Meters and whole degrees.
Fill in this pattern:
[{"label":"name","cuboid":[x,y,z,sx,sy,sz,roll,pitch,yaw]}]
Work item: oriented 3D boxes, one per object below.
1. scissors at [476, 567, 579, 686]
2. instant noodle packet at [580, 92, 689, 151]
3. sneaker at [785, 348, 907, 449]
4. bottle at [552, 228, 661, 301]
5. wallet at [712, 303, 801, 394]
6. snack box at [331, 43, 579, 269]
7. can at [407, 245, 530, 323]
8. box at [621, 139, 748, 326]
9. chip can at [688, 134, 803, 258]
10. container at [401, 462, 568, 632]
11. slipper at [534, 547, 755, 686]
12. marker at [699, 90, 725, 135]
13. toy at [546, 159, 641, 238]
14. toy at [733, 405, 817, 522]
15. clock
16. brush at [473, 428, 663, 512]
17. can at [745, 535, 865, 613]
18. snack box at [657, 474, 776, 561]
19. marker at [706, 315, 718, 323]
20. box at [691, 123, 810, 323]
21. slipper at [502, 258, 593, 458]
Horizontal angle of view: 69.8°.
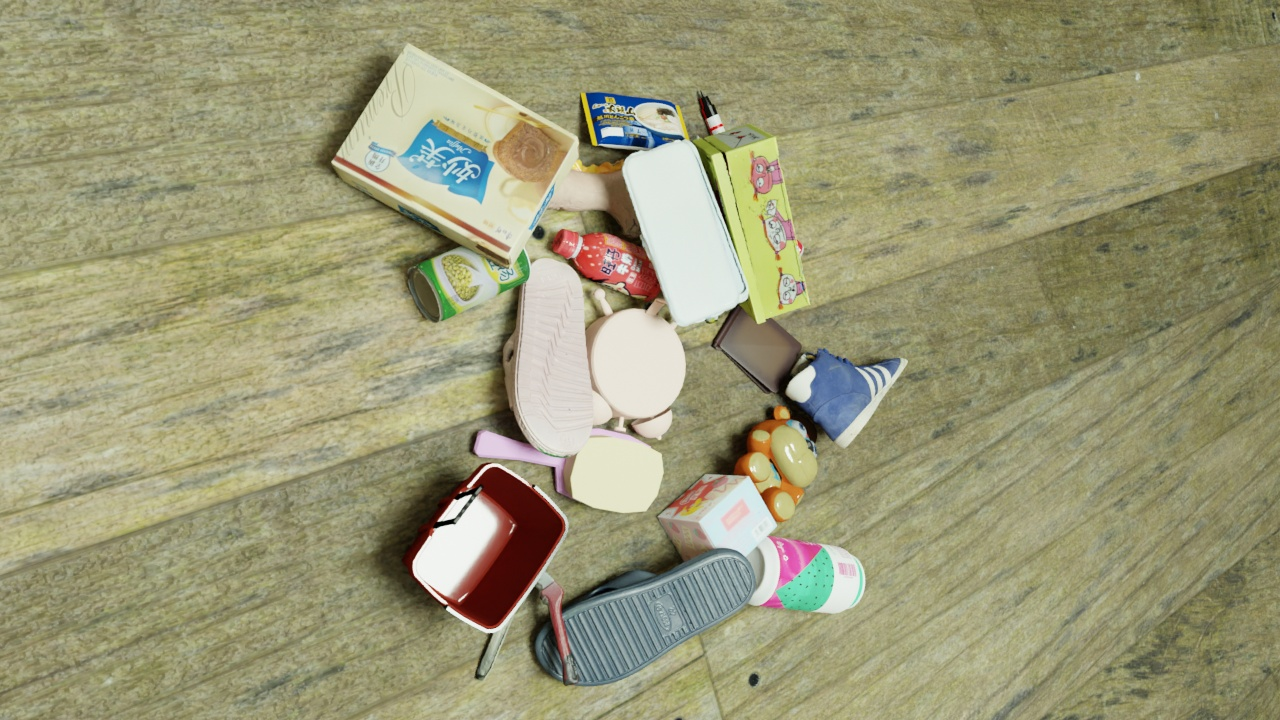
[{"label":"scissors","cuboid":[-0.122,0.274,1.011,0.179,0.015,0.196,-38,74,-4]},{"label":"instant noodle packet","cuboid":[-0.004,-0.292,1.136,0.134,0.026,0.087,1,58,-23]},{"label":"sneaker","cuboid":[0.278,0.025,1.274,0.118,0.092,0.232,39,40,10]},{"label":"bottle","cuboid":[-0.039,-0.119,1.097,0.137,0.062,0.062,19,75,-28]},{"label":"wallet","cuboid":[0.157,-0.020,1.235,0.115,0.018,0.091,41,66,-18]},{"label":"snack box","cuboid":[-0.190,-0.211,0.960,0.207,0.055,0.153,29,80,-1]},{"label":"can","cuboid":[-0.185,-0.094,1.001,0.120,0.067,0.067,-30,101,-30]},{"label":"box","cuboid":[0.043,-0.151,1.094,0.129,0.106,0.211,-20,97,-23]},{"label":"chip can","cuboid":[0.129,-0.205,1.214,0.214,0.052,0.051,41,66,-22]},{"label":"container","cuboid":[-0.153,0.181,0.911,0.127,0.201,0.147,42,66,-15]},{"label":"slipper","cuboid":[0.006,0.290,1.064,0.263,0.082,0.101,-22,96,-6]},{"label":"marker","cuboid":[0.109,-0.292,1.229,0.019,0.019,0.145,-29,100,-30]},{"label":"toy","cuboid":[-0.099,-0.235,1.072,0.263,0.065,0.196,-9,88,-35]},{"label":"toy","cuboid":[0.178,0.128,1.185,0.112,0.096,0.175,57,27,-11]},{"label":"clock","cuboid":[-0.007,0.006,1.097,0.131,0.086,0.160,16,83,-29]},{"label":"brush","cuboid":[-0.078,0.118,1.051,0.228,0.043,0.089,15,90,-29]},{"label":"can","cuboid":[0.206,0.279,1.191,0.165,0.088,0.088,14,78,-30]},{"label":"snack box","cuboid":[0.093,0.197,1.127,0.092,0.095,0.079,-37,104,-28]},{"label":"marker","cuboid":[0.074,-0.119,1.191,0.017,0.017,0.146,-21,96,-31]},{"label":"box","cuboid":[0.137,-0.169,1.135,0.083,0.124,0.221,-17,116,-3]},{"label":"slipper","cuboid":[-0.109,-0.001,1.043,0.094,0.065,0.239,11,62,-28]}]
